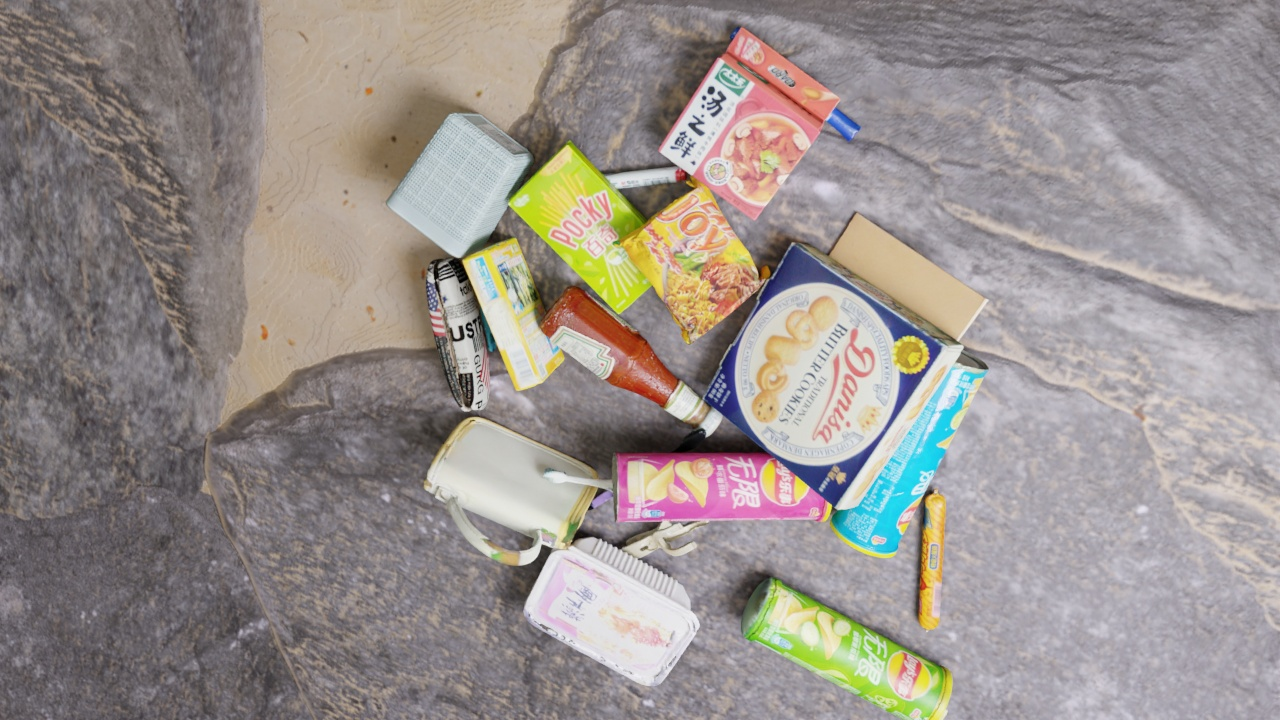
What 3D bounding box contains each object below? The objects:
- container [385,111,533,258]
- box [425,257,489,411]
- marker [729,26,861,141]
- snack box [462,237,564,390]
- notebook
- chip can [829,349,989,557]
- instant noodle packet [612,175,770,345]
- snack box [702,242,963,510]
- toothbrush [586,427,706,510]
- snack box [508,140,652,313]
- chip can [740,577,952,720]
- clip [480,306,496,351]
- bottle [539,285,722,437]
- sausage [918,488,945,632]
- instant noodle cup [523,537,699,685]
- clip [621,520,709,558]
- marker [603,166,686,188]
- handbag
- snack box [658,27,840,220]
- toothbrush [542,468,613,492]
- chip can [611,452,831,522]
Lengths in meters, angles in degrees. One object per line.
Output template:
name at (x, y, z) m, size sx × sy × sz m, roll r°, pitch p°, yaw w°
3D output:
container at (-0.170, -0.174, 0.889) m, size 0.090 × 0.089 × 0.112 m, roll 37°, pitch 108°, yaw -2°
box at (-0.183, -0.026, 0.950) m, size 0.059 × 0.072 × 0.164 m, roll -15°, pitch 108°, yaw -10°
marker at (0.141, -0.253, 0.838) m, size 0.146 × 0.016 × 0.017 m, roll 40°, pitch 110°, yaw -2°
snack box at (-0.124, -0.048, 0.918) m, size 0.034 × 0.086 × 0.140 m, roll -16°, pitch 103°, yaw 15°
notebook at (0.203, -0.011, 0.869) m, size 0.149 × 0.012 × 0.212 m, roll 42°, pitch 113°, yaw 28°
chip can at (0.258, 0.085, 0.890) m, size 0.071 × 0.071 × 0.210 m, roll 22°, pitch 109°, yaw 4°
instant noodle packet at (0.051, -0.096, 0.870) m, size 0.110 × 0.044 × 0.128 m, roll -38°, pitch 105°, yaw -6°
snack box at (0.171, 0.012, 0.856) m, size 0.182 × 0.045 × 0.178 m, roll 40°, pitch 113°, yaw 30°
toothbrush at (0.003, 0.116, 0.963) m, size 0.014 × 0.016 × 0.190 m, roll 43°, pitch 126°, yaw -14°
snack box at (-0.045, -0.128, 0.895) m, size 0.086 × 0.026 × 0.156 m, roll -40°, pitch 106°, yaw 19°
chip can at (0.213, 0.306, 0.966) m, size 0.221 × 0.072 × 0.073 m, roll 27°, pitch 110°, yaw 2°
clip at (-0.155, -0.037, 0.966) m, size 0.049 × 0.015 × 0.057 m, roll -11°, pitch 103°, yaw 17°
bottle at (-0.006, 0.005, 0.926) m, size 0.206 × 0.059 × 0.060 m, roll 37°, pitch 110°, yaw -8°
sausage at (0.300, 0.208, 0.944) m, size 0.021 × 0.021 × 0.165 m, roll 1°, pitch 106°, yaw 11°
instant noodle cup at (-0.028, 0.263, 0.997) m, size 0.173 × 0.060 × 0.138 m, roll 29°, pitch 126°, yaw 4°
clip at (0.032, 0.182, 0.991) m, size 0.035 × 0.094 × 0.103 m, roll 53°, pitch 147°, yaw -8°
marker at (-0.027, -0.175, 0.896) m, size 0.145 × 0.017 × 0.017 m, roll -4°, pitch 106°, yaw 13°
handbag at (-0.140, 0.145, 0.933) m, size 0.163 × 0.178 × 0.063 m, roll 23°, pitch 115°, yaw 2°
snack box at (0.098, -0.214, 0.835) m, size 0.113 × 0.044 × 0.127 m, roll 35°, pitch 120°, yaw 0°
toothbrush at (0.010, 0.135, 0.952) m, size 0.224 × 0.027 × 0.026 m, roll 9°, pitch 108°, yaw -6°
chip can at (0.078, 0.124, 0.908) m, size 0.210 × 0.071 × 0.071 m, roll 1°, pitch 107°, yaw -6°
